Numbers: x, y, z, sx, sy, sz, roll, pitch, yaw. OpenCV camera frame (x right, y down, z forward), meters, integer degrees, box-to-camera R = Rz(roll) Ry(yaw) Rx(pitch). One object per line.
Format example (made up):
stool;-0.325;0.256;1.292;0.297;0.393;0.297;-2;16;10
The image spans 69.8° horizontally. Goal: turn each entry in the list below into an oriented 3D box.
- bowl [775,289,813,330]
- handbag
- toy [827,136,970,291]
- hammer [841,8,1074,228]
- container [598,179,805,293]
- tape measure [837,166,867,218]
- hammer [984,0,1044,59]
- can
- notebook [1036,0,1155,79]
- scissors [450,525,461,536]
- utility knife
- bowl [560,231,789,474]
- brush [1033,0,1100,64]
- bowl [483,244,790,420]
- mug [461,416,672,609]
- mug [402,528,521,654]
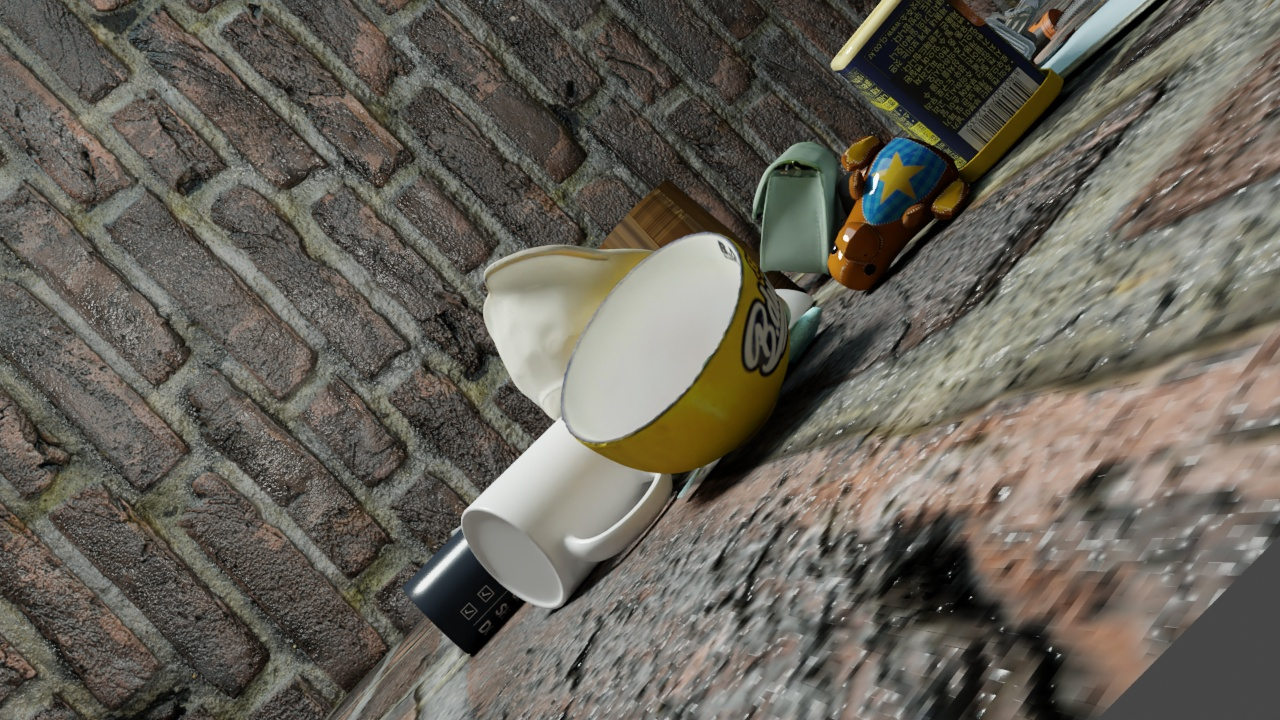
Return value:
bowl;0.071;-0.010;0.736;0.149;0.043;0.149;-45;0;0
handbag;0.142;-0.136;0.821;0.121;0.067;0.106;-48;-42;-64
toy;0.146;-0.078;0.527;0.090;0.070;0.103;-58;-25;9
hammer;0.288;-0.221;0.893;0.137;0.035;0.315;-45;0;-29
container;0.052;-0.079;0.885;0.132;0.167;0.132;-45;0;0
tape measure;0.204;-0.144;0.795;0.058;0.038;0.058;3;46;38
hammer;0.330;-0.331;0.638;0.323;0.044;0.098;-59;-8;31
can;0.181;-0.176;0.567;0.075;0.104;0.135;-49;4;19
notebook;0.283;-0.200;0.640;0.180;0.009;0.254;-45;-1;-33
scissors;-0.089;0.126;0.787;0.158;0.014;0.142;-28;-28;-20
utility knife;0.061;0.022;0.494;0.165;0.015;0.022;-49;4;-41
bowl;0.025;0.005;0.439;0.117;0.067;0.117;-35;33;28
brush;0.321;-0.256;0.687;0.135;0.015;0.050;-44;-2;-35
bowl;-0.003;0.003;0.560;0.189;0.219;0.060;-16;61;35
mug;-0.032;0.081;0.509;0.111;0.074;0.090;-7;30;46
mug;-0.125;0.178;0.712;0.077;0.071;0.105;-45;-27;-16
